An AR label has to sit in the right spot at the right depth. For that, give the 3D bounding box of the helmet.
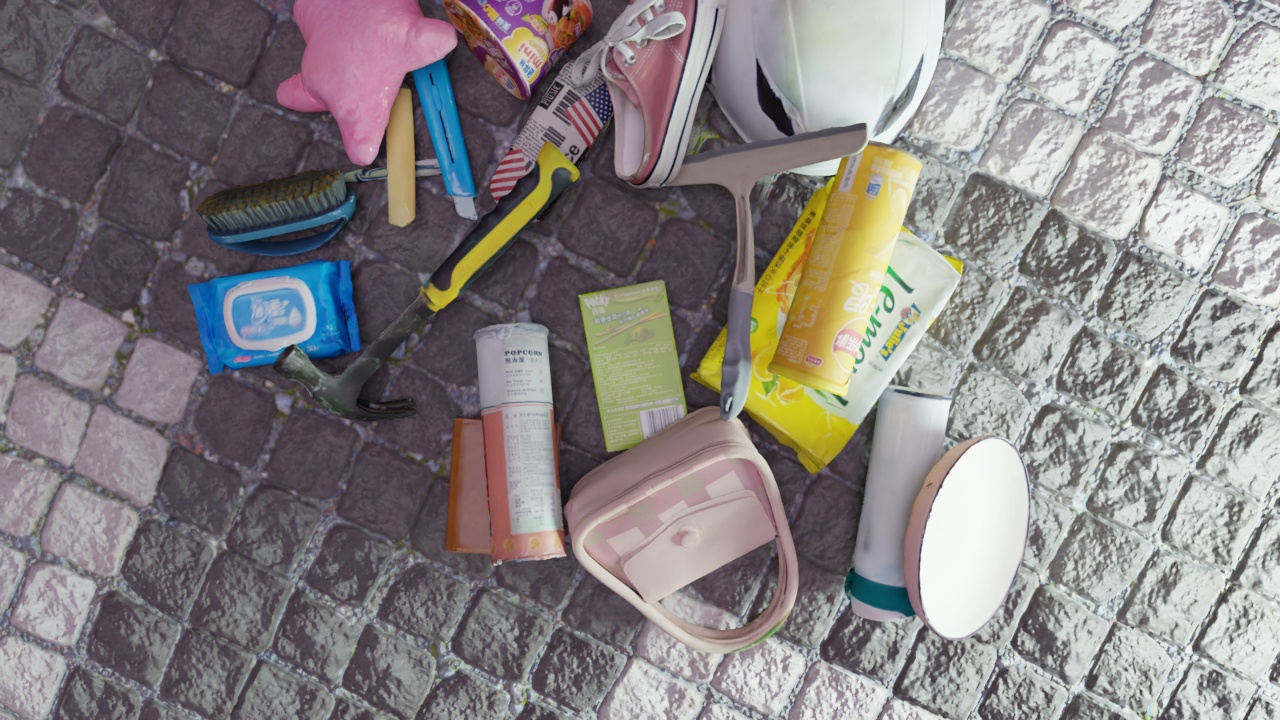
[{"bbox_3d":[0.167,-0.302,0.809,0.229,0.146,0.258,-2,94,1],"label":"helmet"}]

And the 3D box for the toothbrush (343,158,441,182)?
[{"bbox_3d":[-0.263,-0.179,0.882,0.191,0.018,0.016,-7,94,1],"label":"toothbrush"}]

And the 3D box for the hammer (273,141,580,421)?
[{"bbox_3d":[-0.179,-0.068,0.846,0.323,0.032,0.126,-44,120,5],"label":"hammer"}]

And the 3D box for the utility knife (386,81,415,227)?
[{"bbox_3d":[-0.230,-0.199,0.871,0.031,0.018,0.151,-4,77,1],"label":"utility knife"}]

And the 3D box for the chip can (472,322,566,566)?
[{"bbox_3d":[-0.111,0.077,0.846,0.071,0.071,0.214,-7,79,0],"label":"chip can"}]

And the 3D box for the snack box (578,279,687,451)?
[{"bbox_3d":[-0.005,0.005,0.890,0.086,0.026,0.156,-11,94,1],"label":"snack box"}]

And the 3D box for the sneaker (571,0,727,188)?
[{"bbox_3d":[0.007,-0.273,0.798,0.087,0.118,0.241,3,106,-35],"label":"sneaker"}]

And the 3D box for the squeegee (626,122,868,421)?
[{"bbox_3d":[0.089,-0.068,0.818,0.247,0.039,0.246,-2,83,35],"label":"squeegee"}]

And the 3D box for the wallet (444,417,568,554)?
[{"bbox_3d":[-0.127,0.123,0.892,0.119,0.035,0.130,4,87,-4],"label":"wallet"}]

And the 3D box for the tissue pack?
[{"bbox_3d":[-0.349,-0.042,0.875,0.157,0.052,0.095,-9,94,1],"label":"tissue pack"}]

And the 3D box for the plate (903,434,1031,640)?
[{"bbox_3d":[0.298,0.161,0.853,0.192,0.039,0.192,-8,103,-39],"label":"plate"}]

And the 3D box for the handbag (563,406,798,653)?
[{"bbox_3d":[0.057,0.180,0.873,0.193,0.093,0.234,-28,110,6],"label":"handbag"}]

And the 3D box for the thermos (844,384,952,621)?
[{"bbox_3d":[0.244,0.138,0.879,0.073,0.073,0.224,8,94,-1],"label":"thermos"}]

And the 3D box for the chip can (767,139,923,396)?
[{"bbox_3d":[0.176,-0.079,0.795,0.072,0.072,0.213,18,92,-1],"label":"chip can"}]

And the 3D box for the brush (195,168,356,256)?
[{"bbox_3d":[-0.336,-0.134,0.864,0.144,0.055,0.074,-12,132,3],"label":"brush"}]

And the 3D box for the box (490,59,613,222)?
[{"bbox_3d":[-0.081,-0.207,0.872,0.074,0.064,0.164,34,94,-29],"label":"box"}]

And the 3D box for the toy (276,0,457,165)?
[{"bbox_3d":[-0.259,-0.297,0.842,0.178,0.074,0.195,42,104,15],"label":"toy"}]

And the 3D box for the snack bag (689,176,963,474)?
[{"bbox_3d":[0.172,-0.035,0.866,0.158,0.068,0.246,35,93,-1],"label":"snack bag"}]

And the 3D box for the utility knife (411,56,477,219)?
[{"bbox_3d":[-0.183,-0.212,0.871,0.034,0.018,0.166,-15,88,-9],"label":"utility knife"}]

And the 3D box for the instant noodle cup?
[{"bbox_3d":[-0.104,-0.311,0.832,0.099,0.111,0.111,-42,93,-5],"label":"instant noodle cup"}]
